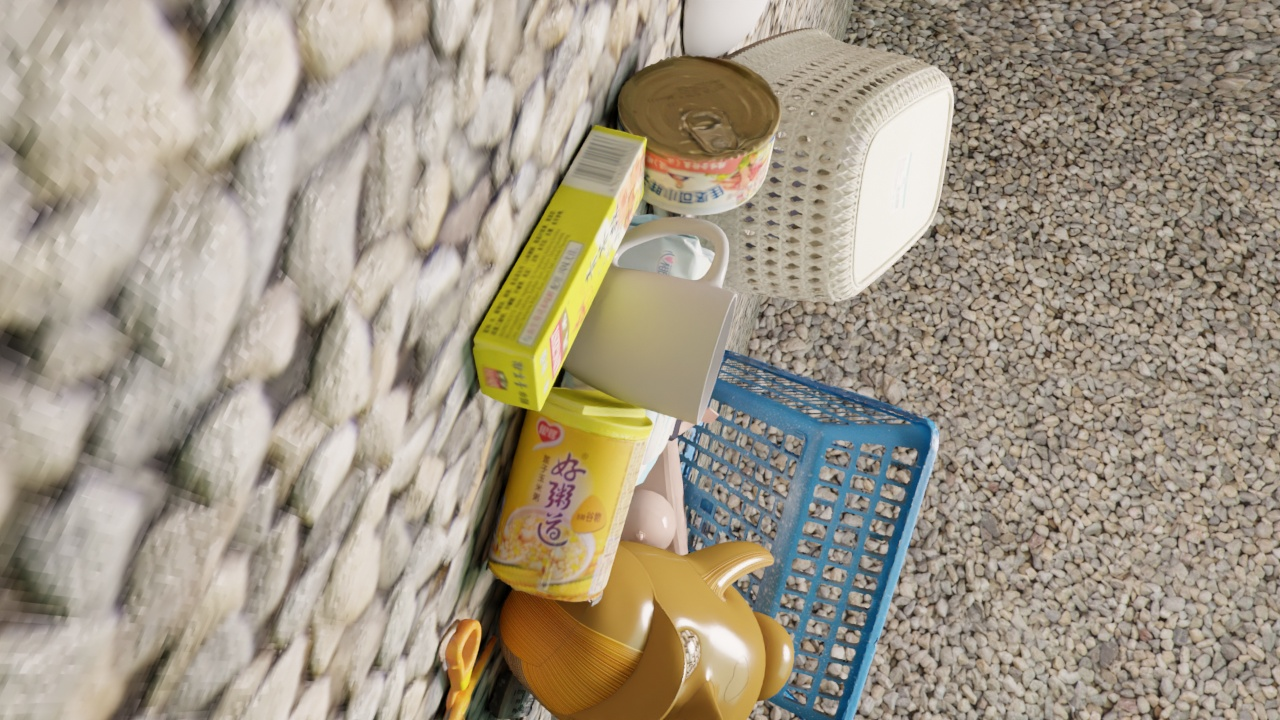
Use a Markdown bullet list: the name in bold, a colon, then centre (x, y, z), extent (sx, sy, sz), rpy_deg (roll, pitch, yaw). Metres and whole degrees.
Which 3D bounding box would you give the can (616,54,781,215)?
- **can**: centre (0.030, -0.122, 0.494), extent (0.043, 0.086, 0.086), rpy_deg (94, 15, -54)

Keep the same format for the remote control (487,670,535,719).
- **remote control**: centre (-0.089, 0.244, 0.669), extent (0.137, 0.013, 0.033), rpy_deg (83, 25, -69)

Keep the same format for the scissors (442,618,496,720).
- **scissors**: centre (-0.101, 0.191, 0.496), extent (0.126, 0.011, 0.127), rpy_deg (98, 10, -49)

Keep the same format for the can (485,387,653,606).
- **can**: centre (-0.038, 0.069, 0.489), extent (0.067, 0.068, 0.105), rpy_deg (-23, 130, -79)

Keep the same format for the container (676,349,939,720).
- **container**: centre (0.082, 0.128, 0.815), extent (0.362, 0.089, 0.257), rpy_deg (24, -82, 67)

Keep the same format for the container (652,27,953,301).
- **container**: centre (0.135, -0.146, 0.701), extent (0.245, 0.143, 0.185), rpy_deg (-38, 136, -45)

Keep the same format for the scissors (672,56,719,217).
- **scissors**: centre (0.043, -0.173, 0.725), extent (0.141, 0.014, 0.174), rpy_deg (-62, 167, -45)

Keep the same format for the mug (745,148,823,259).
- **mug**: centre (0.112, -0.150, 0.898), extent (0.083, 0.104, 0.124), rpy_deg (-64, 167, -48)

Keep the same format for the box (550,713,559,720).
- **box**: centre (-0.073, 0.312, 0.696), extent (0.137, 0.125, 0.109), rpy_deg (55, -40, 45)

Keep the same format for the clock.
- **clock**: centre (0.017, 0.106, 0.736), extent (0.131, 0.086, 0.160), rpy_deg (78, 14, -46)

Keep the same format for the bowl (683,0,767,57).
- **bowl**: centre (0.070, -0.271, 0.610), extent (0.149, 0.043, 0.149), rpy_deg (18, 89, -81)

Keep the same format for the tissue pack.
- **tissue pack**: centre (-0.003, 0.003, 0.576), extent (0.112, 0.070, 0.182), rpy_deg (-5, 112, -81)

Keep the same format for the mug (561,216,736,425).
- **mug**: centre (0.003, -0.030, 0.485), extent (0.071, 0.089, 0.107), rpy_deg (70, 37, -75)

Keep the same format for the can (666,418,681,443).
- **can**: centre (0.011, -0.005, 0.666), extent (0.064, 0.064, 0.127), rpy_deg (12, 94, -81)

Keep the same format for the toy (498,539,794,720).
- **toy**: centre (0.000, 0.186, 0.587), extent (0.198, 0.163, 0.203), rpy_deg (-56, 134, -6)

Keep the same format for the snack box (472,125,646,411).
- **snack box**: centre (-0.033, -0.048, 0.426), extent (0.040, 0.029, 0.147), rpy_deg (94, 15, -53)
